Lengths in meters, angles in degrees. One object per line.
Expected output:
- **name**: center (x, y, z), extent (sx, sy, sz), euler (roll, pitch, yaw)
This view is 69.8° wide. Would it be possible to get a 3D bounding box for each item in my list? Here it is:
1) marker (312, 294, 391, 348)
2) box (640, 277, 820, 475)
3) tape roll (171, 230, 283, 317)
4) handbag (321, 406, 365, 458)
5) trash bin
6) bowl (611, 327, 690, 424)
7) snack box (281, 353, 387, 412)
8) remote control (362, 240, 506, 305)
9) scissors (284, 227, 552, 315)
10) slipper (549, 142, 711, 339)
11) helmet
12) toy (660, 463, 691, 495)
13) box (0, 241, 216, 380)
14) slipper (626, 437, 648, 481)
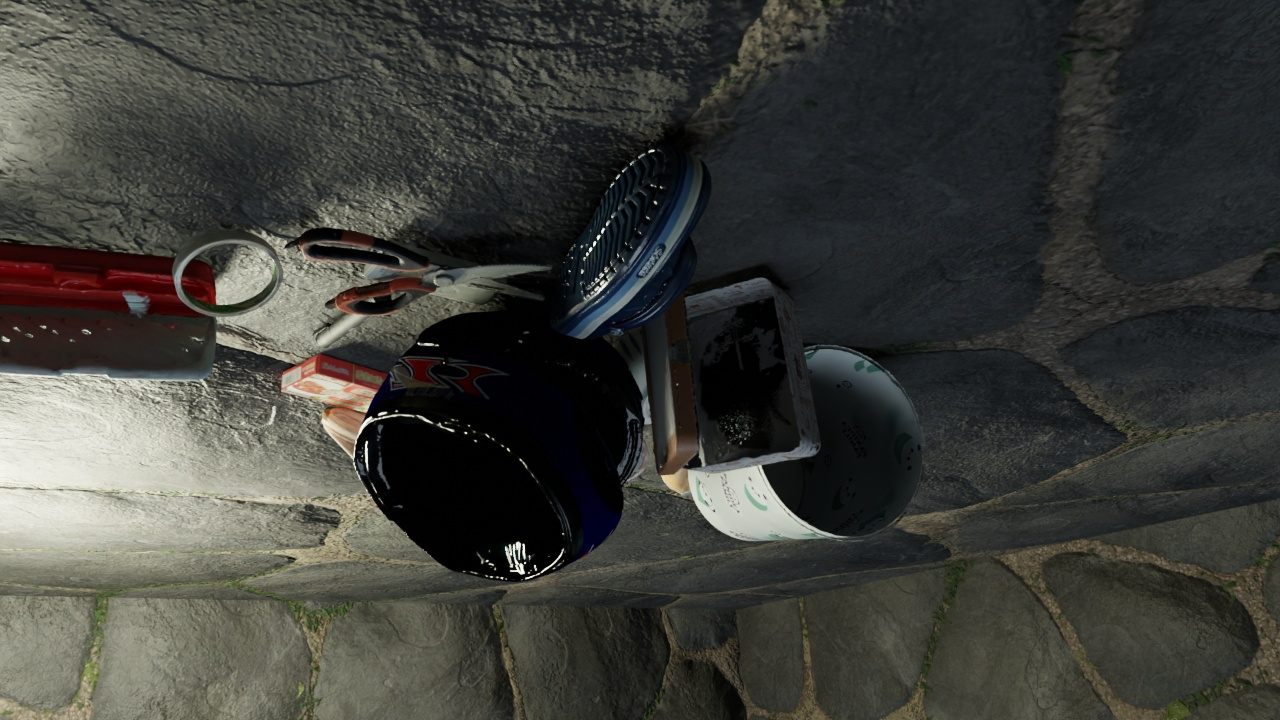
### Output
- **marker**: center (-0.290, -0.042, 0.916), extent (0.132, 0.020, 0.022), euler (-24, 122, 43)
- **box**: center (0.062, 0.009, 0.871), extent (0.155, 0.182, 0.184), euler (-14, 165, 22)
- **tape roll**: center (-0.350, -0.073, 0.781), extent (0.085, 0.014, 0.086), euler (-21, 144, -17)
- **handbag**: center (-0.284, 0.115, 1.132), extent (0.234, 0.093, 0.193), euler (22, 179, 3)
- **trash bin**: center (0.189, 0.126, 1.167), extent (0.229, 0.229, 0.252), euler (4, 163, -19)
- **bowl**: center (0.017, 0.026, 1.005), extent (0.116, 0.066, 0.117), euler (-14, 131, -16)
- **snack box**: center (-0.336, 0.033, 1.085), extent (0.075, 0.025, 0.152), euler (-19, 154, 34)
- **remote control**: center (-0.185, -0.077, 0.837), extent (0.124, 0.024, 0.049), euler (13, 150, -34)
- **scissors**: center (-0.194, -0.074, 0.799), extent (0.226, 0.015, 0.189), euler (-17, 149, 26)
- **slipper**: center (-0.004, -0.076, 0.758), extent (0.095, 0.105, 0.253), euler (13, 156, -20)
- **helmet**: center (-0.113, 0.066, 0.900), extent (0.316, 0.239, 0.247), euler (-4, 119, 43)
- **toy**: center (0.142, 0.150, 1.391), extent (0.226, 0.082, 0.143), euler (-11, 170, 11)
- **box**: center (-0.478, -0.034, 0.792), extent (0.201, 0.101, 0.095), euler (3, 158, -19)
- **slipper**: center (-0.123, 0.132, 1.254), extent (0.274, 0.114, 0.054), euler (2, -163, -8)
